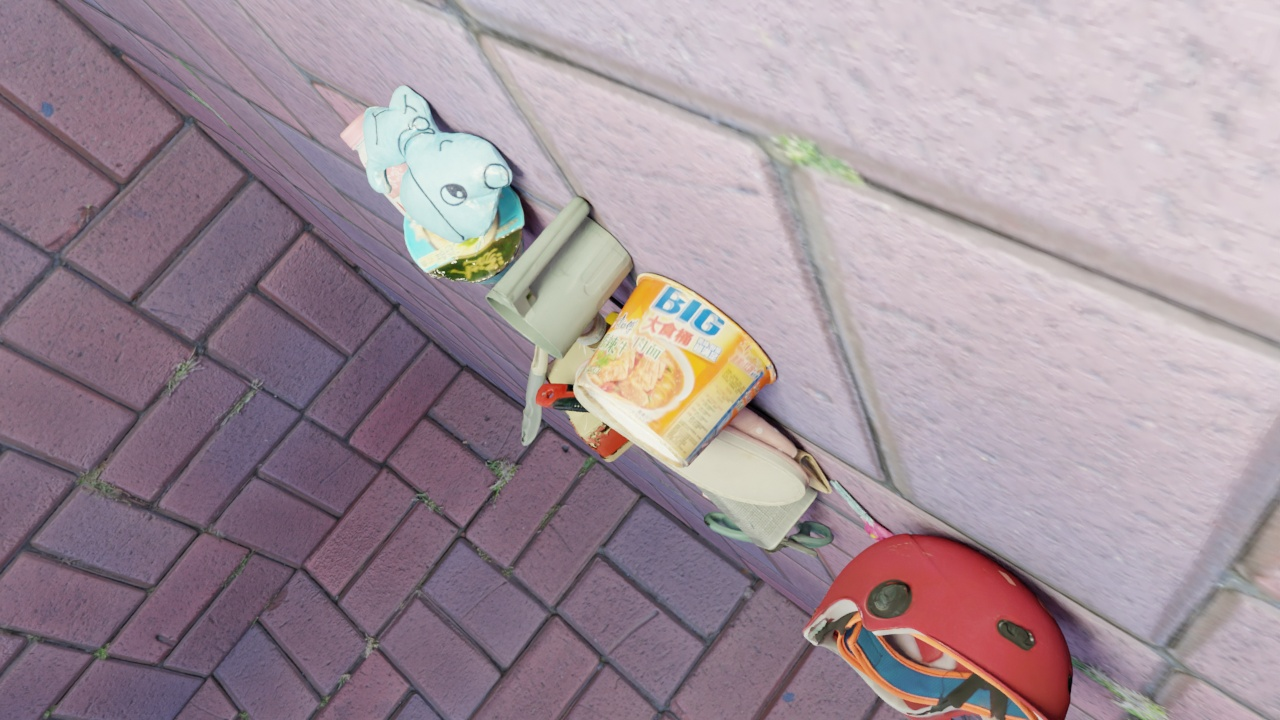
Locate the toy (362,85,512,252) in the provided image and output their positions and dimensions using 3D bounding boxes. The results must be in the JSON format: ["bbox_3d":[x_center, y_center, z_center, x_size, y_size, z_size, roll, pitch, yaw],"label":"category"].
[{"bbox_3d":[-0.179,-0.163,0.798,0.162,0.049,0.156,-17,99,37],"label":"toy"}]

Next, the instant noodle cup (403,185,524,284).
[{"bbox_3d":[-0.160,-0.122,0.895,0.111,0.111,0.120,38,179,2],"label":"instant noodle cup"}]

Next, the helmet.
[{"bbox_3d":[0.279,0.235,0.817,0.207,0.143,0.241,41,156,-19],"label":"helmet"}]

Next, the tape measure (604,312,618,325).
[{"bbox_3d":[-0.018,-0.026,1.005,0.057,0.029,0.060,41,169,-13],"label":"tape measure"}]

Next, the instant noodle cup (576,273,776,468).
[{"bbox_3d":[0.024,0.014,0.793,0.151,0.111,0.151,37,170,7],"label":"instant noodle cup"}]

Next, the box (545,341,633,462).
[{"bbox_3d":[-0.063,0.043,1.189,0.079,0.091,0.168,47,-176,-40],"label":"box"}]

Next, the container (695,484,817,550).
[{"bbox_3d":[0.135,0.157,1.113,0.114,0.090,0.090,41,170,0],"label":"container"}]

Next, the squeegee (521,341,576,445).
[{"bbox_3d":[-0.137,0.008,1.193,0.246,0.039,0.247,41,138,44],"label":"squeegee"}]

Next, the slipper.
[{"bbox_3d":[0.056,0.067,0.926,0.274,0.054,0.114,30,141,-17],"label":"slipper"}]

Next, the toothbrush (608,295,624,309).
[{"bbox_3d":[0.010,-0.027,0.937,0.181,0.018,0.016,37,167,1],"label":"toothbrush"}]

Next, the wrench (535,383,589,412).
[{"bbox_3d":[-0.004,0.056,1.054,0.274,0.056,0.016,10,156,27],"label":"wrench"}]

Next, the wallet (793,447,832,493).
[{"bbox_3d":[0.154,0.107,1.009,0.115,0.024,0.087,25,165,49],"label":"wallet"}]

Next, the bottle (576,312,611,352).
[{"bbox_3d":[-0.006,0.006,0.944,0.060,0.059,0.206,31,175,37],"label":"bottle"}]

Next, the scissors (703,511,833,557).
[{"bbox_3d":[0.173,0.227,1.223,0.170,0.019,0.173,14,-170,31],"label":"scissors"}]

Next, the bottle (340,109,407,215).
[{"bbox_3d":[-0.231,-0.179,0.976,0.197,0.068,0.068,47,168,-20],"label":"bottle"}]

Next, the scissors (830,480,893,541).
[{"bbox_3d":[0.247,0.171,0.999,0.135,0.017,0.063,48,167,-28],"label":"scissors"}]

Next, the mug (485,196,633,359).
[{"bbox_3d":[-0.069,-0.072,0.763,0.084,0.103,0.124,36,169,14],"label":"mug"}]

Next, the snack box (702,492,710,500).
[{"bbox_3d":[0.129,0.168,1.242,0.156,0.027,0.077,20,122,61],"label":"snack box"}]
